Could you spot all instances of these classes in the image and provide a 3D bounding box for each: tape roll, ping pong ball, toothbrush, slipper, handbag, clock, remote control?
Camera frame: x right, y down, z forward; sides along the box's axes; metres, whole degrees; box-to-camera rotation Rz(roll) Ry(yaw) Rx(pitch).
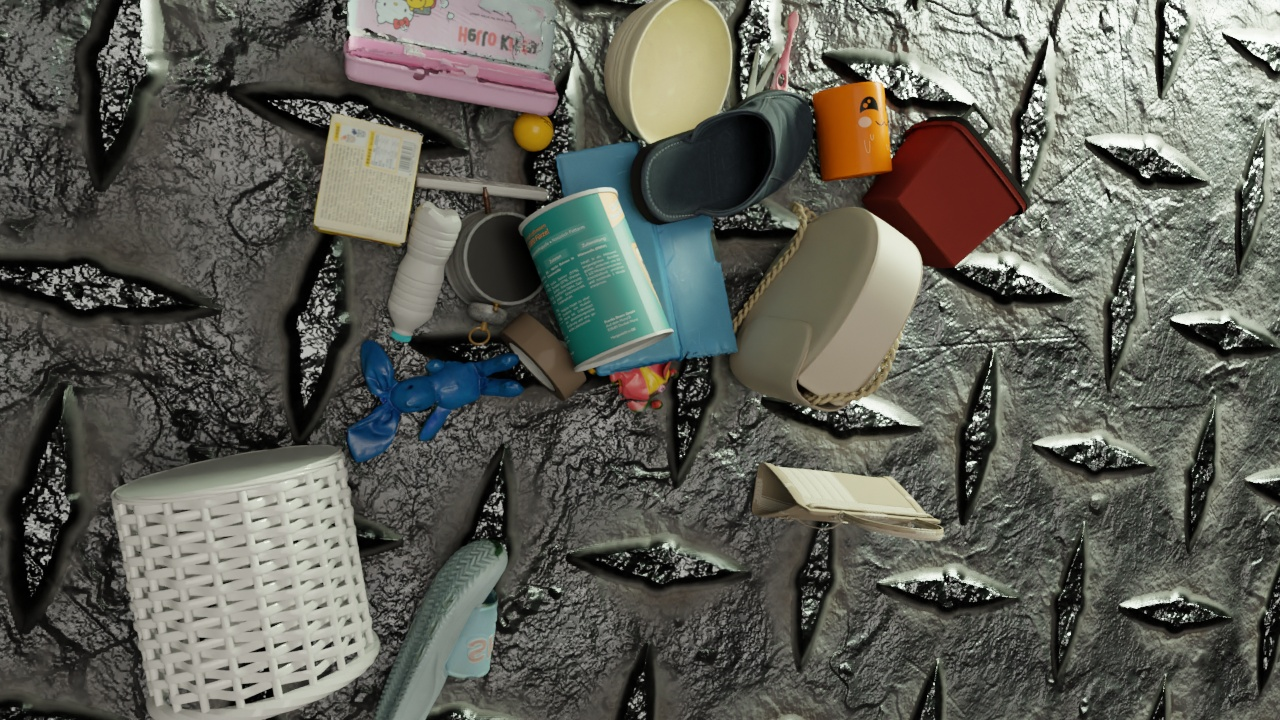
[{"bbox_3d":[-0.097,-0.004,0.913,0.030,0.094,0.094,-44,106,-12],"label":"tape roll"},{"bbox_3d":[-0.108,-0.231,0.922,0.040,0.040,0.040,-1,94,-20],"label":"ping pong ball"},{"bbox_3d":[0.159,-0.322,1.027,0.021,0.016,0.135,8,94,-20],"label":"toothbrush"},{"bbox_3d":[0.112,-0.209,0.947,0.264,0.084,0.109,-29,114,-35],"label":"slipper"},{"bbox_3d":[0.183,-0.058,0.949,0.103,0.211,0.208,29,86,-20],"label":"handbag"},{"bbox_3d":[0.246,0.164,0.994,0.175,0.198,0.062,8,91,-20],"label":"handbag"},{"bbox_3d":[-0.143,-0.087,0.910,0.103,0.056,0.147,18,83,-29],"label":"clock"},{"bbox_3d":[-0.158,-0.172,0.912,0.130,0.033,0.012,3,108,-20],"label":"remote control"},{"bbox_3d":[-0.189,0.287,0.900,0.074,0.104,0.245,26,91,-22],"label":"slipper"}]

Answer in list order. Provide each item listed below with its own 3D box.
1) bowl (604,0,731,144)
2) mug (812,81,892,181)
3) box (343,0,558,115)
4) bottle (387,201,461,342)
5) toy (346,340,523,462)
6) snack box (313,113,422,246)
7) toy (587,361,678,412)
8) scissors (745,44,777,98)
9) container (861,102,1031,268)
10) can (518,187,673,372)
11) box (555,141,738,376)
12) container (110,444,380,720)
[{"bbox_3d":[0.017,-0.295,0.932,0.150,0.075,0.151,-26,129,-37],"label":"bowl"},{"bbox_3d":[0.247,-0.257,1.038,0.112,0.078,0.096,-16,100,-50],"label":"mug"},{"bbox_3d":[-0.175,-0.309,0.874,0.201,0.111,0.102,5,117,-20],"label":"box"},{"bbox_3d":[-0.211,-0.082,0.881,0.044,0.044,0.136,16,108,-20],"label":"bottle"},{"bbox_3d":[-0.203,0.024,0.892,0.176,0.071,0.113,-14,96,-8],"label":"toy"},{"bbox_3d":[-0.257,-0.166,0.861,0.083,0.061,0.105,10,90,-21],"label":"snack box"},{"bbox_3d":[-0.006,0.006,0.976,0.103,0.046,0.084,31,97,-15],"label":"toy"},{"bbox_3d":[0.124,-0.262,1.018,0.153,0.014,0.131,-43,106,-9],"label":"scissors"},{"bbox_3d":[0.371,-0.219,1.058,0.148,0.127,0.200,44,86,-17],"label":"container"},{"bbox_3d":[-0.042,-0.074,0.861,0.099,0.099,0.144,-21,86,-18],"label":"can"},{"bbox_3d":[0.013,-0.110,0.946,0.175,0.060,0.231,-10,85,-20],"label":"box"},{"bbox_3d":[-0.336,0.184,0.790,0.189,0.189,0.187,-10,96,-19],"label":"container"}]
